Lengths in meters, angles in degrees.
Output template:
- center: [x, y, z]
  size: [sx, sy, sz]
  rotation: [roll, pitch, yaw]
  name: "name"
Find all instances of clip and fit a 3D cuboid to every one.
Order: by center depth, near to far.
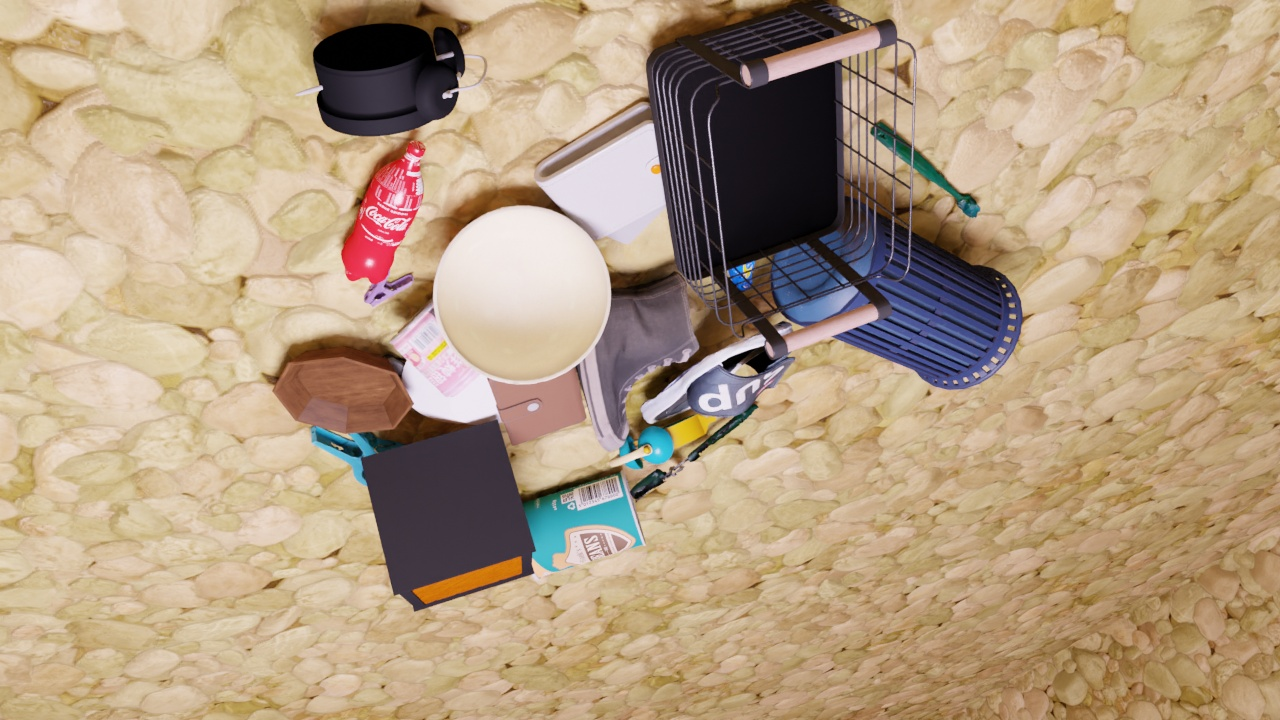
- center: [-0.228, -0.065, 0.824]
  size: [0.050, 0.013, 0.029]
  rotation: [-37, 138, 28]
  name: "clip"
- center: [-0.315, 0.108, 1.001]
  size: [0.120, 0.030, 0.130]
  rotation: [-32, 142, 26]
  name: "clip"

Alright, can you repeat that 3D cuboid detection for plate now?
- center: [-0.286, 0.026, 0.889]
  size: [0.131, 0.025, 0.131]
  rotation: [-2, 144, -1]
  name: "plate"
- center: [-0.152, 0.022, 0.932]
  size: [0.173, 0.036, 0.174]
  rotation: [-16, 143, -13]
  name: "plate"

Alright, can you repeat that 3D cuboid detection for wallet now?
- center: [-0.011, -0.150, 0.785]
  size: [0.119, 0.037, 0.115]
  rotation: [-26, 142, 16]
  name: "wallet"
- center: [-0.103, 0.040, 0.938]
  size: [0.087, 0.013, 0.121]
  rotation: [-19, 143, -8]
  name: "wallet"

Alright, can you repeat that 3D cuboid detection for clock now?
- center: [-0.164, -0.193, 0.622]
  size: [0.121, 0.091, 0.043]
  rotation: [-2, 132, 1]
  name: "clock"
- center: [0.023, 0.096, 1.080]
  size: [0.129, 0.043, 0.099]
  rotation: [-22, 177, -26]
  name: "clock"

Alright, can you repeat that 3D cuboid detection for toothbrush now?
- center: [0.279, -0.180, 0.884]
  size: [0.189, 0.017, 0.016]
  rotation: [21, 128, -41]
  name: "toothbrush"

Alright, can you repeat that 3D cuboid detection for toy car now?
- center: [0.080, -0.100, 0.885]
  size: [0.061, 0.033, 0.092]
  rotation: [-14, 144, -17]
  name: "toy car"

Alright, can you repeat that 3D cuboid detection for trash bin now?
- center: [0.253, -0.066, 0.921]
  size: [0.249, 0.139, 0.140]
  rotation: [18, 131, -36]
  name: "trash bin"
- center: [-0.199, 0.171, 0.981]
  size: [0.139, 0.139, 0.172]
  rotation: [-15, 162, -12]
  name: "trash bin"

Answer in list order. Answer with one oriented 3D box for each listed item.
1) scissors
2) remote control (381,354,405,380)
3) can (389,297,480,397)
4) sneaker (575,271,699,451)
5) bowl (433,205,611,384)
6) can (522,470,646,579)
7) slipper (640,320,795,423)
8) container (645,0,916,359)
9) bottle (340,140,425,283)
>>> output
- center: [0.050, 0.122, 1.111]
  size: [0.202, 0.015, 0.205]
  rotation: [-43, 169, 19]
  name: "scissors"
- center: [-0.222, 0.031, 0.947]
  size: [0.033, 0.013, 0.136]
  rotation: [-31, 142, 16]
  name: "remote control"
- center: [-0.179, -0.013, 0.840]
  size: [0.067, 0.067, 0.076]
  rotation: [-38, 105, 24]
  name: "can"
- center: [-0.006, 0.006, 0.948]
  size: [0.120, 0.095, 0.235]
  rotation: [-13, 136, -7]
  name: "sneaker"
- center: [-0.107, -0.059, 0.805]
  size: [0.150, 0.075, 0.151]
  rotation: [-2, 98, -15]
  name: "bowl"
- center: [-0.076, 0.208, 1.164]
  size: [0.144, 0.099, 0.099]
  rotation: [-17, 143, -1]
  name: "can"
- center: [0.086, 0.028, 0.957]
  size: [0.111, 0.063, 0.265]
  rotation: [-21, 172, -30]
  name: "slipper"
- center: [0.114, -0.143, 0.711]
  size: [0.162, 0.130, 0.242]
  rotation: [-20, 129, -11]
  name: "container"
- center: [-0.204, -0.119, 0.740]
  size: [0.041, 0.042, 0.142]
  rotation: [10, 135, -32]
  name: "bottle"
